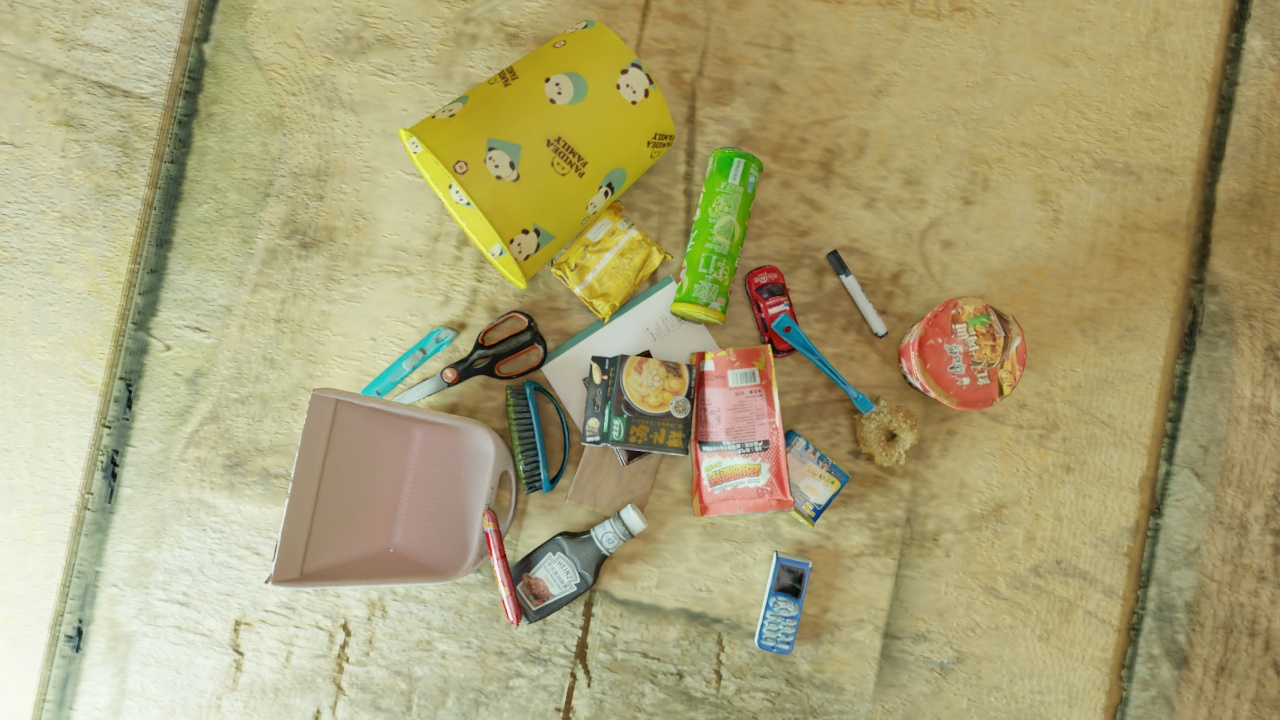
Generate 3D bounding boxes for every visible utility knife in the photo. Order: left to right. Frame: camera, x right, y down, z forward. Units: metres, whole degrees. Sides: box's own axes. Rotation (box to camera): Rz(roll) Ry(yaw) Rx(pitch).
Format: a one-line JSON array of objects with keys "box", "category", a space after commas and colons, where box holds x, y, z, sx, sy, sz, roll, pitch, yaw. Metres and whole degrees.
[{"box": [-0.302, 0.011, 1.164, 0.171, 0.013, 0.029, -41, 89, -3], "category": "utility knife"}]

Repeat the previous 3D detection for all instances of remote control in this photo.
[{"box": [0.181, 0.309, 1.171, 0.049, 0.024, 0.125, 14, 89, -2], "category": "remote control"}]

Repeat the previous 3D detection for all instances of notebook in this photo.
[{"box": [-0.007, 0.007, 1.179, 0.209, 0.012, 0.150, -33, 90, -3], "category": "notebook"}]

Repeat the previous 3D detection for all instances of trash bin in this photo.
[{"box": [-0.114, -0.251, 1.087, 0.255, 0.230, 0.229, -40, 90, -9], "category": "trash bin"}]

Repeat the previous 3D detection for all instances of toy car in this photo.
[{"box": [0.172, -0.064, 1.175, 0.053, 0.045, 0.120, -19, 87, -5], "category": "toy car"}]

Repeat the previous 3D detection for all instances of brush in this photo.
[{"box": [-0.126, 0.094, 1.149, 0.073, 0.055, 0.144, -10, 88, -11], "category": "brush"}, {"box": [0.258, 0.035, 1.158, 0.083, 0.046, 0.254, -45, 99, 5], "category": "brush"}]

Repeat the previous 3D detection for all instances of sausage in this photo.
[{"box": [-0.170, 0.251, 1.117, 0.020, 0.020, 0.156, -15, 85, -3], "category": "sausage"}]

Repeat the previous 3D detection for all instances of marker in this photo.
[{"box": [0.281, -0.086, 1.192, 0.018, 0.022, 0.130, -33, 88, 40], "category": "marker"}]

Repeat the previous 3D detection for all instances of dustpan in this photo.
[{"box": [-0.267, 0.156, 1.069, 0.139, 0.273, 0.222, 11, 90, 23], "category": "dustpan"}]

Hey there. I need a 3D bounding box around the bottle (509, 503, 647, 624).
[{"box": [-0.079, 0.246, 1.140, 0.195, 0.044, 0.080, -35, 89, 3], "category": "bottle"}]

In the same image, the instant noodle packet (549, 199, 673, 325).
[{"box": [-0.038, -0.127, 1.167, 0.111, 0.044, 0.128, 44, 85, 0], "category": "instant noodle packet"}]

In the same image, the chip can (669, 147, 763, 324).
[{"box": [0.097, -0.157, 1.154, 0.072, 0.072, 0.221, 15, 84, -2], "category": "chip can"}]

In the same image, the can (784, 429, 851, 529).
[{"box": [0.202, 0.149, 1.162, 0.102, 0.057, 0.083, 40, 85, 0], "category": "can"}]

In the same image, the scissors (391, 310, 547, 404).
[{"box": [-0.222, 0.026, 1.160, 0.234, 0.022, 0.125, -45, 82, -4], "category": "scissors"}]

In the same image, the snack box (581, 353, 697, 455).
[{"box": [0.000, 0.054, 1.124, 0.125, 0.053, 0.113, 8, 83, -16], "category": "snack box"}]

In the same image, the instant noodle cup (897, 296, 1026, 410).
[{"box": [0.391, -0.005, 1.150, 0.138, 0.108, 0.138, 0, 88, -3], "category": "instant noodle cup"}]

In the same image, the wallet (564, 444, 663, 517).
[{"box": [-0.030, 0.142, 1.161, 0.101, 0.020, 0.115, 19, 90, -11], "category": "wallet"}]

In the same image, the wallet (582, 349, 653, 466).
[{"box": [-0.005, 0.059, 1.154, 0.096, 0.020, 0.122, -25, 88, -13], "category": "wallet"}]

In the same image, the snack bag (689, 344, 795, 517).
[{"box": [0.118, 0.087, 1.129, 0.129, 0.073, 0.207, -7, 84, 23], "category": "snack bag"}]
